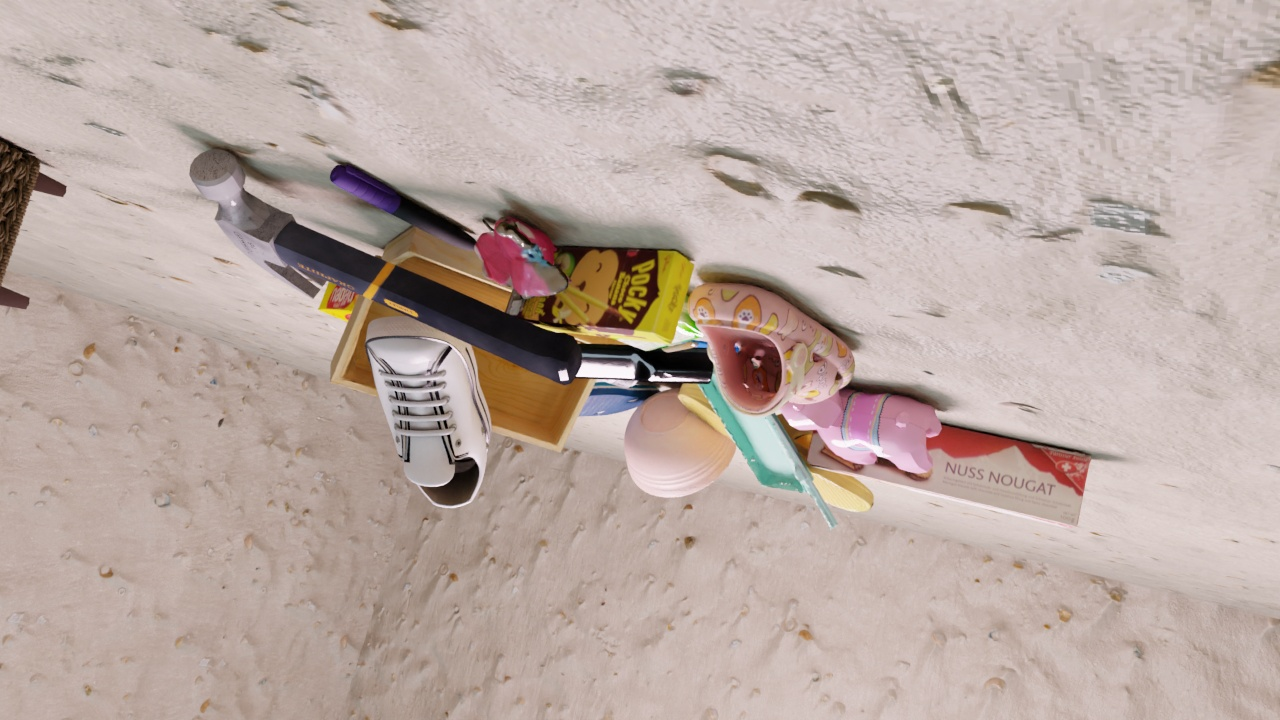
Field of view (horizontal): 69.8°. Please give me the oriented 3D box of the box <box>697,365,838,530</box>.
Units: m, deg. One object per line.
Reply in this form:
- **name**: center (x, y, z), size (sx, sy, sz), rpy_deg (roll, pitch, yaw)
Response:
- **box**: center (0.139, 0.085, 0.969), size (0.138, 0.055, 0.187), rpy_deg (23, 153, 53)

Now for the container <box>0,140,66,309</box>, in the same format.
- **container**: center (-0.740, -0.156, 0.864), size (0.321, 0.176, 0.205), rpy_deg (12, 173, 20)

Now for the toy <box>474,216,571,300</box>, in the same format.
- **toy**: center (-0.086, -0.078, 0.661), size (0.065, 0.050, 0.102), rpy_deg (59, 157, -18)

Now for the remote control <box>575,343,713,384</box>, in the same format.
- **remote control**: center (-0.005, 0.005, 0.830), size (0.140, 0.021, 0.046), rpy_deg (3, 141, -4)

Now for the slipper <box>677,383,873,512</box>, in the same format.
- **slipper**: center (0.170, 0.084, 1.081), size (0.263, 0.078, 0.099), rpy_deg (32, 168, 5)

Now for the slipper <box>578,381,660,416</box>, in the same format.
- **slipper**: center (-0.063, 0.034, 1.149), size (0.118, 0.060, 0.294), rpy_deg (-17, 171, 25)

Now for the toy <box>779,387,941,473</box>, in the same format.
- **toy**: center (0.208, 0.055, 0.875), size (0.123, 0.067, 0.157), rpy_deg (3, 161, 47)

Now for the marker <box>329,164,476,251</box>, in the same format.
- **marker**: center (-0.169, -0.110, 0.678), size (0.018, 0.015, 0.133), rpy_deg (-25, 149, 30)

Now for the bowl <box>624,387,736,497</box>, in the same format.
- **bowl**: center (0.041, 0.090, 1.158), size (0.153, 0.152, 0.076), rpy_deg (9, 143, 34)

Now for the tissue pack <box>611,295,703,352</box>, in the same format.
- **tissue pack**: center (-0.006, -0.038, 0.748), size (0.099, 0.034, 0.114), rpy_deg (20, 164, -26)

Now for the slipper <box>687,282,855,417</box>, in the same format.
- **slipper**: center (0.100, 0.004, 0.709), size (0.093, 0.081, 0.197), rpy_deg (8, 166, 33)

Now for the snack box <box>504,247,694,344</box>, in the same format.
- **snack box**: center (-0.033, -0.050, 0.667), size (0.149, 0.061, 0.025), rpy_deg (7, 167, 39)

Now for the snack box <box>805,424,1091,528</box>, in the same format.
- **snack box**: center (0.315, 0.105, 0.959), size (0.273, 0.076, 0.044), rpy_deg (13, 175, 20)

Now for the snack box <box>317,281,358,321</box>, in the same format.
- **snack box**: center (-0.290, -0.060, 1.072), size (0.201, 0.042, 0.092), rpy_deg (5, 164, 47)

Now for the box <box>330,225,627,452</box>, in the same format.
- **box**: center (-0.137, -0.028, 0.876), size (0.247, 0.118, 0.253), rpy_deg (20, 144, -26)

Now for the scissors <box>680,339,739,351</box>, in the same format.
- **scissors**: center (0.086, -0.010, 0.850), size (0.127, 0.013, 0.125), rpy_deg (7, 169, 20)

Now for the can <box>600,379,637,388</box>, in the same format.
- **can**: center (-0.052, -0.004, 1.006), size (0.106, 0.044, 0.044), rpy_deg (20, 170, -23)

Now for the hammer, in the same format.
- **hammer**: center (-0.187, -0.058, 0.698), size (0.313, 0.035, 0.139), rpy_deg (23, 155, 13)

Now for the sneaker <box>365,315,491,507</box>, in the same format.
- **sneaker**: center (-0.193, 0.060, 0.835), size (0.091, 0.097, 0.246), rpy_deg (0, 143, -1)
